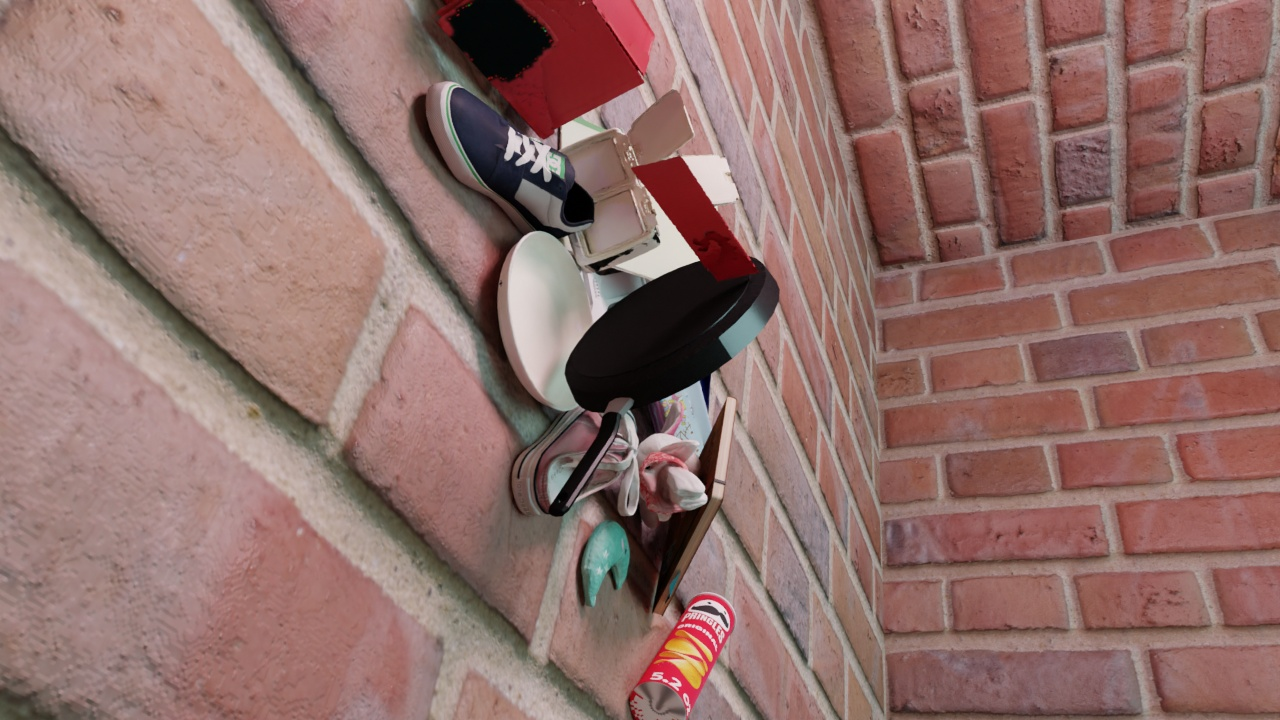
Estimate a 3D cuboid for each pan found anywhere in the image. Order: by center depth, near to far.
[{"bbox_3d":[-0.001,0.007,0.842,0.034,0.226,0.355,58,41,-23],"label":"pan"}]

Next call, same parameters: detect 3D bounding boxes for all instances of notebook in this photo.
[{"bbox_3d":[0.060,0.187,1.092,0.178,0.014,0.250,-75,-176,-49],"label":"notebook"},{"bbox_3d":[0.004,-0.184,1.122,0.252,0.010,0.181,14,66,-37],"label":"notebook"}]

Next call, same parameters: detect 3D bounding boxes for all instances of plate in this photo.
[{"bbox_3d":[-0.099,-0.038,0.927,0.182,0.034,0.182,-8,90,-68],"label":"plate"}]

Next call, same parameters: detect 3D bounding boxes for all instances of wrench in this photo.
[{"bbox_3d":[-0.030,-0.079,1.141,0.272,0.018,0.087,-23,104,-69],"label":"wrench"}]

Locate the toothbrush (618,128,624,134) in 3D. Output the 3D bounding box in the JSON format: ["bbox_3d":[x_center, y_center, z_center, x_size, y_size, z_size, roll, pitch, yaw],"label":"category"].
[{"bbox_3d":[-0.022,-0.228,1.217,0.016,0.017,0.180,31,53,-62],"label":"toothbrush"}]

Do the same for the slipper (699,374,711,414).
[{"bbox_3d":[0.079,-0.035,1.298,0.105,0.095,0.252,-2,87,-66],"label":"slipper"}]

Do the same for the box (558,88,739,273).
[{"bbox_3d":[-0.005,-0.195,0.977,0.069,0.191,0.143,35,34,-71],"label":"box"}]

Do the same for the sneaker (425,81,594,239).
[{"bbox_3d":[-0.115,-0.192,0.884,0.235,0.079,0.084,42,45,-57],"label":"sneaker"}]

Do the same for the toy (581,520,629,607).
[{"bbox_3d":[-0.035,0.217,1.000,0.105,0.033,0.085,6,87,-69],"label":"toy"}]

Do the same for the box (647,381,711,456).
[{"bbox_3d":[0.043,0.038,1.172,0.096,0.077,0.214,-118,-169,-69],"label":"box"}]

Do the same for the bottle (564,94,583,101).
[{"bbox_3d":[-0.093,-0.353,1.044,0.046,0.047,0.112,-68,143,-52],"label":"bottle"}]

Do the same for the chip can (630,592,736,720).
[{"bbox_3d":[0.057,0.363,1.119,0.220,0.069,0.069,-32,112,-66],"label":"chip can"}]

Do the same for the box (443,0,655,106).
[{"bbox_3d":[-0.072,-0.450,0.938,0.213,0.153,0.325,37,64,-60],"label":"box"}]

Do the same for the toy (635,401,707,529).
[{"bbox_3d":[0.031,0.128,1.043,0.194,0.084,0.159,-164,-92,-82],"label":"toy"}]

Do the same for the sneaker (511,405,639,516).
[{"bbox_3d":[-0.042,0.094,0.948,0.240,0.088,0.118,-35,115,-65],"label":"sneaker"}]
